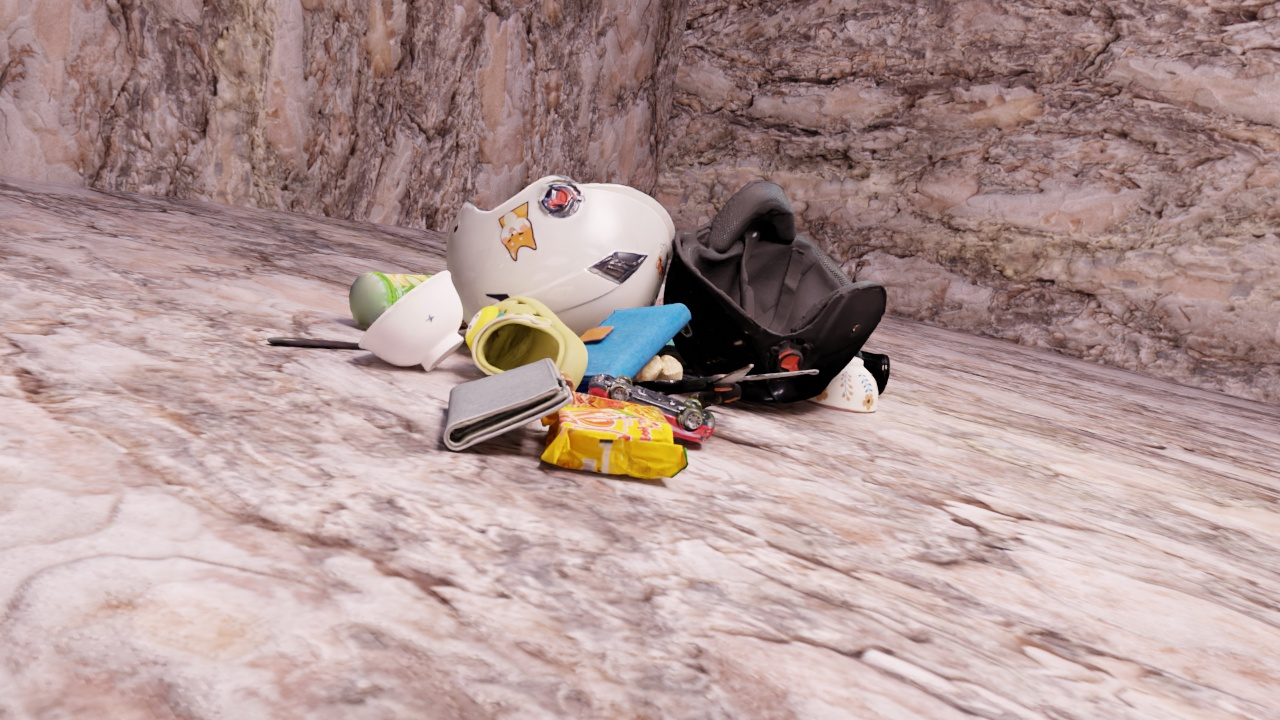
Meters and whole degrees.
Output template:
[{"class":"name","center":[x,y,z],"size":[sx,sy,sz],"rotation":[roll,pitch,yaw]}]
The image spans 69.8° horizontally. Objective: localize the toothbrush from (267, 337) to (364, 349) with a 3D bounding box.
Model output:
[{"class":"toothbrush","center":[-0.305,-0.019,0.981],"size":[0.180,0.018,0.016],"rotation":[2,16,-36]}]

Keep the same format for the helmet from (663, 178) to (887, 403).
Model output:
[{"class":"helmet","center":[0.141,-0.062,1.076],"size":[0.274,0.231,0.233],"rotation":[0,39,-33]}]

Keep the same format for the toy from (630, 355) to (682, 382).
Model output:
[{"class":"toy","center":[-0.006,0.006,0.994],"size":[0.105,0.066,0.157],"rotation":[-7,7,-21]}]

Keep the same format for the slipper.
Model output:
[{"class":"slipper","center":[-0.124,-0.019,0.910],"size":[0.081,0.091,0.191],"rotation":[29,1,-39]}]

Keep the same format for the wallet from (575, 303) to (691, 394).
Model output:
[{"class":"wallet","center":[-0.023,-0.014,0.935],"size":[0.107,0.040,0.132],"rotation":[-3,32,44]}]

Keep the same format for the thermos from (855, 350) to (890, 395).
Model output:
[{"class":"thermos","center":[0.222,0.004,1.298],"size":[0.242,0.068,0.090],"rotation":[12,-23,-3]}]

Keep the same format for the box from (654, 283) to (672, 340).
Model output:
[{"class":"box","center":[0.015,-0.103,1.403],"size":[0.272,0.130,0.179],"rotation":[36,12,23]}]

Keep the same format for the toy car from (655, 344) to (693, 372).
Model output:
[{"class":"toy car","center":[0.044,-0.006,1.212],"size":[0.090,0.035,0.042],"rotation":[9,8,-7]}]

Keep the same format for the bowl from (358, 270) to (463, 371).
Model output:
[{"class":"bowl","center":[-0.220,-0.029,0.936],"size":[0.065,0.118,0.118],"rotation":[49,10,-3]}]

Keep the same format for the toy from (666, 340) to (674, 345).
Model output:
[{"class":"toy","center":[0.049,-0.013,1.287],"size":[0.092,0.030,0.096],"rotation":[4,10,-12]}]

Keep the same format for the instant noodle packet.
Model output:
[{"class":"instant noodle packet","center":[-0.024,0.059,0.733],"size":[0.110,0.044,0.128],"rotation":[5,10,-7]}]

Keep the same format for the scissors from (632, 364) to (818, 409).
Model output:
[{"class":"scissors","center":[0.062,0.028,0.887],"size":[0.225,0.021,0.221],"rotation":[-3,-9,9]}]

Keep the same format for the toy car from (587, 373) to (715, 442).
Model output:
[{"class":"toy car","center":[0.008,0.047,0.830],"size":[0.120,0.045,0.053],"rotation":[17,12,2]}]

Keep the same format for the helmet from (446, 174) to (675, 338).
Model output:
[{"class":"helmet","center":[-0.095,-0.084,1.065],"size":[0.274,0.156,0.230],"rotation":[-6,-33,11]}]

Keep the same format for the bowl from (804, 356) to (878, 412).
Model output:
[{"class":"bowl","center":[0.254,0.024,1.187],"size":[0.113,0.062,0.113],"rotation":[10,8,-2]}]

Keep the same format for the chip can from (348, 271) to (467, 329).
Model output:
[{"class":"chip can","center":[-0.274,-0.076,1.181],"size":[0.073,0.072,0.220],"rotation":[15,11,28]}]

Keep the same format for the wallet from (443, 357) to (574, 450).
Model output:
[{"class":"wallet","center":[-0.105,0.034,0.747],"size":[0.106,0.037,0.129],"rotation":[-18,13,-6]}]
